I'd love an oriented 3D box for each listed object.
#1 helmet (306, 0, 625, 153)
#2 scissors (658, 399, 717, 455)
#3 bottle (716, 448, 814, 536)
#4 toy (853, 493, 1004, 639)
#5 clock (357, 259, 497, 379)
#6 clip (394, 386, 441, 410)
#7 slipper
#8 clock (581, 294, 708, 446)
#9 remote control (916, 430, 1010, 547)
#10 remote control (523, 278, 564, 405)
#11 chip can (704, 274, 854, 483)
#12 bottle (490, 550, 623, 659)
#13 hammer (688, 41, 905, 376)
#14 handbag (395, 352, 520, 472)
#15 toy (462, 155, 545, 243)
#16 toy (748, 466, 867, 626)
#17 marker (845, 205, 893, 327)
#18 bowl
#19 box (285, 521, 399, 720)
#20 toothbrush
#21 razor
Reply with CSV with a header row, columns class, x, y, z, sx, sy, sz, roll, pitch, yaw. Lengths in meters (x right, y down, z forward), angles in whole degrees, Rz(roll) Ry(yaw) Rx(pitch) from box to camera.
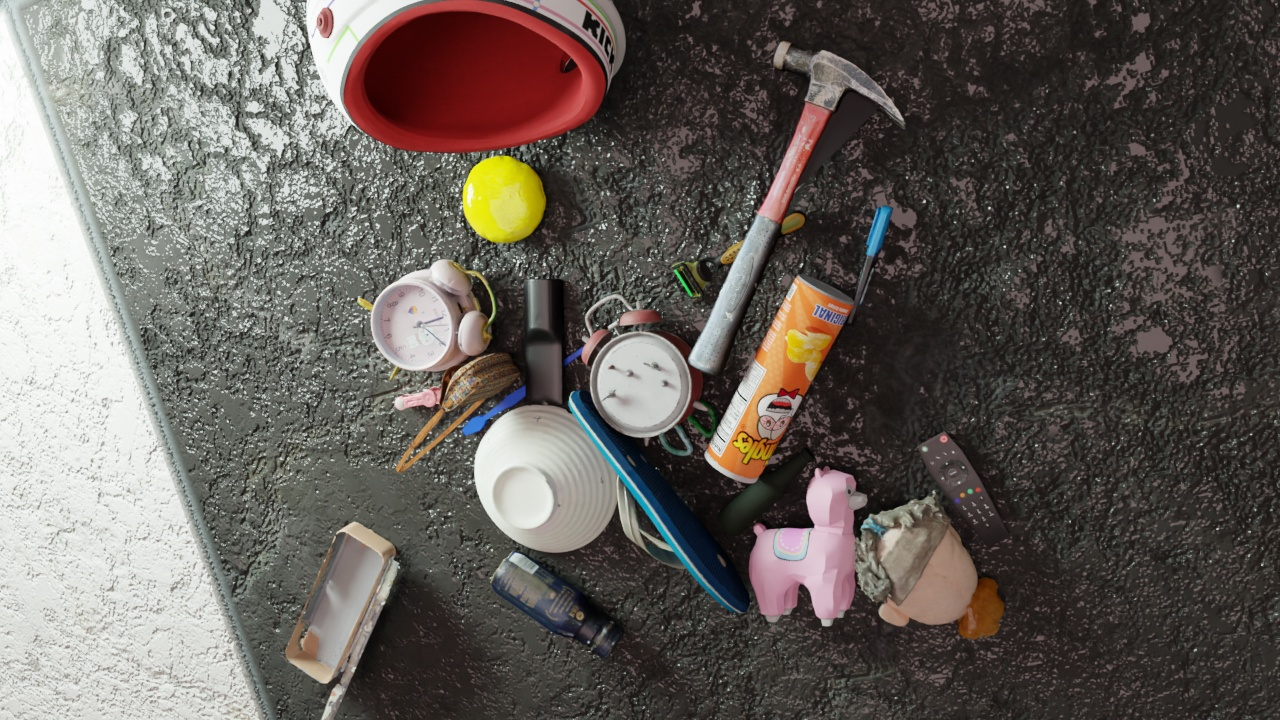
class,x,y,z,sx,sy,sz,roll,pitch,yaw
helmet,-0.160,-0.333,0.860,0.315,0.231,0.235,-7,63,24
scissors,0.021,0.049,0.998,0.132,0.013,0.078,41,111,8
bottle,0.134,0.137,0.969,0.033,0.033,0.123,46,109,4
toy,0.289,0.212,0.918,0.176,0.076,0.132,40,80,-6
clock,-0.228,-0.048,1.027,0.158,0.058,0.117,-19,95,18
clip,-0.260,0.047,1.067,0.059,0.039,0.022,-12,100,22
slipper,0.007,0.158,0.969,0.060,0.118,0.295,-39,83,6
clock,-0.005,0.006,0.961,0.110,0.061,0.156,-32,85,19
remote control,0.326,0.129,0.921,0.039,0.010,0.124,-34,90,20
remote control,-0.107,-0.020,1.012,0.045,0.021,0.140,1,96,18
chip can,0.138,0.020,0.928,0.062,0.062,0.211,29,107,10
bottle,-0.095,0.282,1.053,0.161,0.056,0.056,32,108,9
hammer,0.135,-0.134,0.894,0.140,0.036,0.326,26,100,14
handbag,-0.219,0.060,1.034,0.196,0.093,0.043,-44,81,24
toy,-0.148,-0.173,0.989,0.094,0.041,0.095,-43,86,15
toy,0.174,0.190,0.948,0.123,0.067,0.157,-3,86,29
marker,0.223,-0.092,0.904,0.015,0.018,0.123,19,106,17
bowl,-0.118,0.142,1.026,0.177,0.070,0.177,3,101,16
box,-0.369,0.322,1.124,0.121,0.094,0.217,31,107,13
toothbrush,-0.129,0.033,1.042,0.187,0.011,0.016,-34,90,17
razor,0.104,-0.112,0.935,0.144,0.021,0.044,-28,108,20
